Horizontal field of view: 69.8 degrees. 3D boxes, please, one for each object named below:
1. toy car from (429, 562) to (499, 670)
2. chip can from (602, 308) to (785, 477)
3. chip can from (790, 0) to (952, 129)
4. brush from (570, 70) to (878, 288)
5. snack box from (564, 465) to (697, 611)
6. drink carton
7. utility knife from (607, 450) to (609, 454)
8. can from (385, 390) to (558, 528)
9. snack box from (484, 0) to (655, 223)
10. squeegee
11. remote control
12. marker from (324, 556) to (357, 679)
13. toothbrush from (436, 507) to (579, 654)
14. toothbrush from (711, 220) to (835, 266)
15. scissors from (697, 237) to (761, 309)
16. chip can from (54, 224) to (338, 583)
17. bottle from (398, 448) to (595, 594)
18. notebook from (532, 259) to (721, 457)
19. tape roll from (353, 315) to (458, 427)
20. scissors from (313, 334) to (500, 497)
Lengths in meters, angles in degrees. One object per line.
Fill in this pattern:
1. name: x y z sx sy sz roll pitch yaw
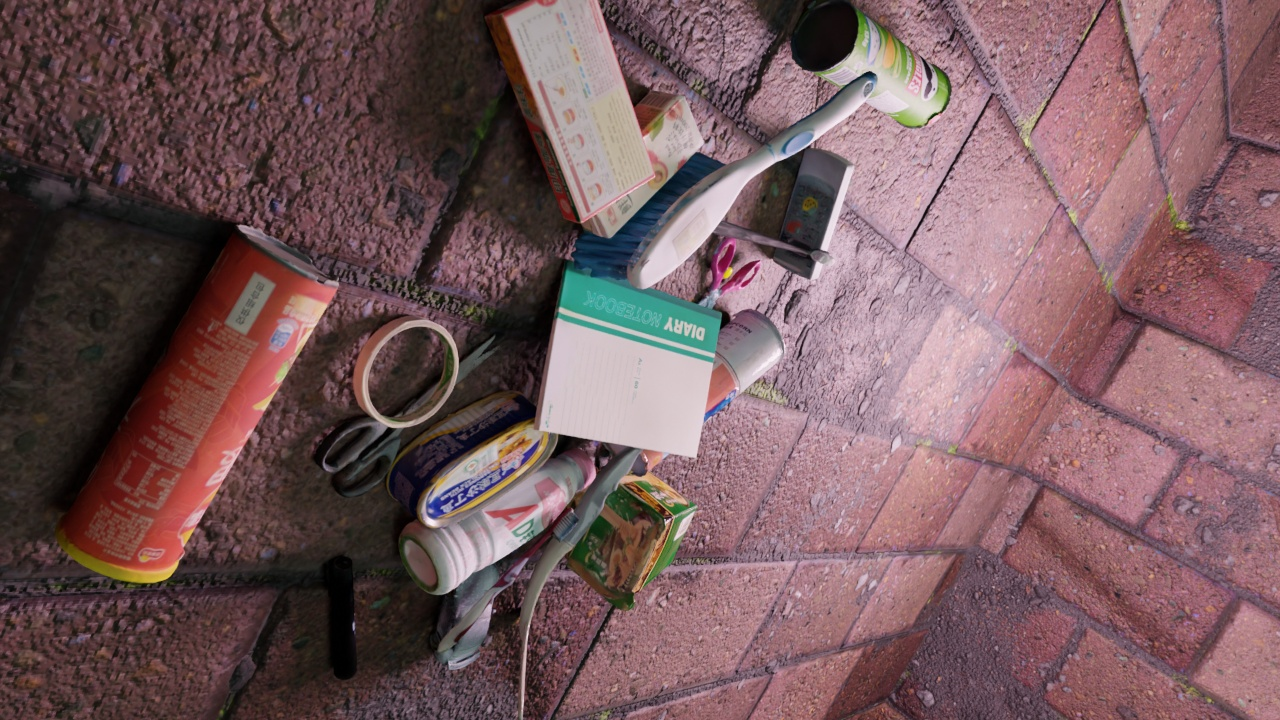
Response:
1. toy car: -0.168 0.245 0.894 0.054 0.037 0.121 -8 120 -47
2. chip can: 0.057 0.031 0.962 0.214 0.071 0.071 -37 142 -26
3. chip can: 0.238 -0.293 0.924 0.235 0.072 0.072 2 116 -51
4. brush: 0.079 -0.167 0.801 0.313 0.109 0.060 -47 138 -23
5. snack box: -0.006 0.174 0.969 0.105 0.117 0.118 -8 126 -54
6. drink carton: -0.008 -0.161 0.747 0.122 0.045 0.053 -47 135 -16
7. utility knife: 0.038 0.046 1.004 0.196 0.015 0.033 -40 143 -23
8. can: -0.140 0.083 0.781 0.147 0.049 0.075 -31 139 -33
9. snack box: -0.046 -0.186 0.658 0.076 0.027 0.156 -36 125 -24
10. squeegee: -0.070 0.180 0.876 0.246 0.039 0.246 -62 -173 1
11. remote control: 0.184 -0.157 0.983 0.019 0.056 0.135 -17 130 -44
12. marker: -0.254 0.221 0.780 0.022 0.020 0.132 -9 126 -27
13. toothbrush: -0.124 0.208 0.853 0.187 0.017 0.016 -47 160 5
14. toothbrush: 0.129 -0.120 0.930 0.180 0.018 0.016 11 118 -31
15. scissors: 0.083 -0.071 0.965 0.123 0.017 0.134 -11 130 -46
16. chip can: -0.267 0.026 0.557 0.216 0.073 0.073 -59 146 3
17. bottle: -0.122 0.138 0.838 0.196 0.068 0.068 -27 137 -42
18. notebook: -0.005 0.005 0.846 0.208 0.012 0.150 15 84 -45
19. tape roll: -0.176 0.009 0.695 0.085 0.014 0.086 -24 125 -41
20. scissors: -0.180 0.045 0.738 0.173 0.014 0.141 -12 125 -50
